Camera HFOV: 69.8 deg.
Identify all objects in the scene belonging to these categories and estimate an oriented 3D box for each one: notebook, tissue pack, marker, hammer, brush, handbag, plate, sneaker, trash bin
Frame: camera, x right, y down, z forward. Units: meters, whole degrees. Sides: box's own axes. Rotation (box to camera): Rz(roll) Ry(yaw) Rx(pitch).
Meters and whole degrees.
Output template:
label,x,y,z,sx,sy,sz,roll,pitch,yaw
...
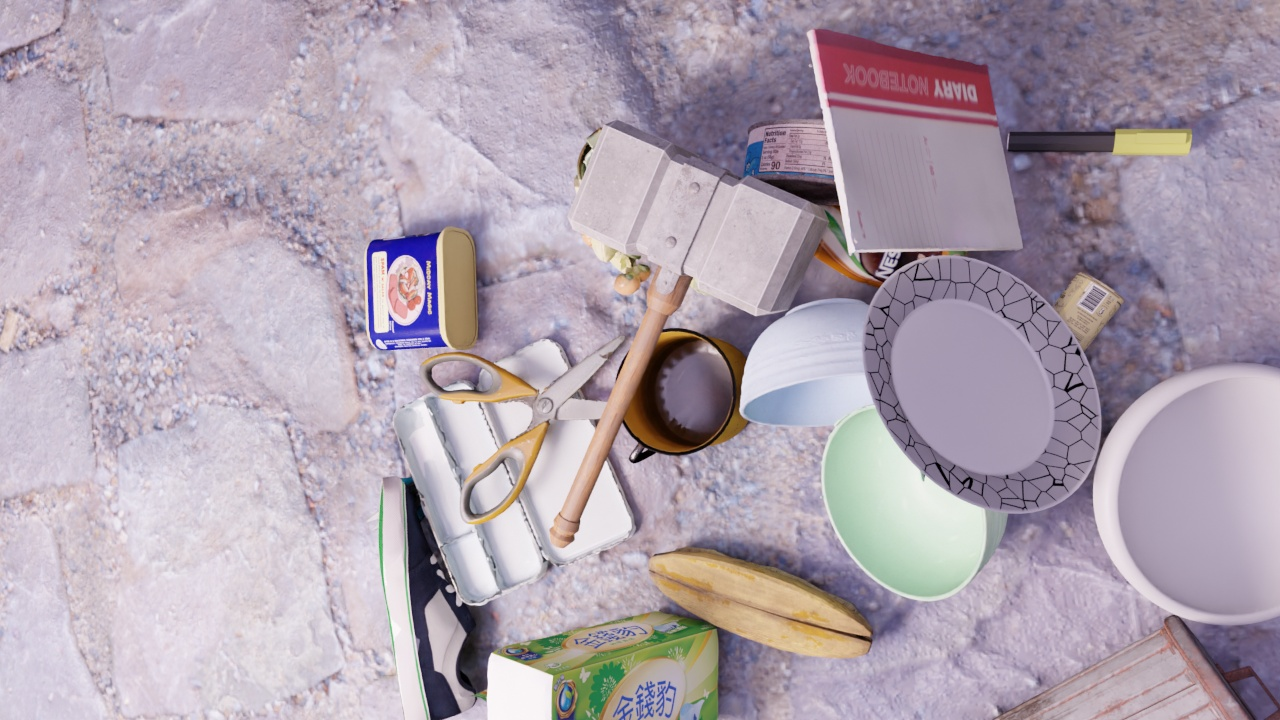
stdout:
label,x,y,z,sx,sy,sz,roll,pitch,yaw
notebook,0.203,-0.151,0.658,0.012,0.208,0.153,-14,84,51
tissue pack,-0.048,0.273,0.759,0.142,0.197,0.120,0,82,45
marker,0.343,-0.165,0.690,0.124,0.021,0.017,6,91,23
hammer,-0.004,0.004,0.686,0.163,0.082,0.318,27,103,16
brush,0.099,0.201,0.773,0.195,0.043,0.059,15,97,20
handbag,0.015,-0.107,0.770,0.117,0.113,0.186,-47,76,15
plate,0.234,0.015,0.635,0.188,0.016,0.188,7,66,-16
sneaker,-0.203,0.224,0.875,0.079,0.084,0.235,-9,89,-18
trash bin,0.333,0.278,0.636,0.211,0.130,0.131,-37,77,19

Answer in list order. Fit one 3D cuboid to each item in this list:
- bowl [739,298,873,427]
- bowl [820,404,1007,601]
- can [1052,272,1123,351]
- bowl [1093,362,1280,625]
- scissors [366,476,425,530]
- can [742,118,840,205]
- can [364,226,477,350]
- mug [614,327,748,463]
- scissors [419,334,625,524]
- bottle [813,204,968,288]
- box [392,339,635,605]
label,x,y,z,sx,sy,sz,roll,pitch,yaw
bowl,0.148,-0.002,0.707,0.151,0.150,0.074,-10,70,21
bowl,0.217,0.098,0.697,0.151,0.076,0.151,25,122,48
can,0.320,-0.023,0.689,0.038,0.038,0.079,38,103,17
bowl,0.393,0.087,0.634,0.176,0.066,0.176,0,95,0
scissors,-0.209,0.121,0.905,0.126,0.019,0.144,18,94,17
can,0.144,-0.149,0.709,0.130,0.129,0.044,10,93,21
can,-0.213,-0.066,0.888,0.092,0.056,0.116,-3,89,22
mug,0.035,0.036,0.770,0.100,0.094,0.124,39,101,17
scissors,-0.110,0.040,0.841,0.216,0.016,0.225,45,93,13
bottle,0.166,-0.094,0.714,0.167,0.059,0.059,17,96,1
box,-0.121,0.103,0.860,0.189,0.037,0.208,-26,81,5
